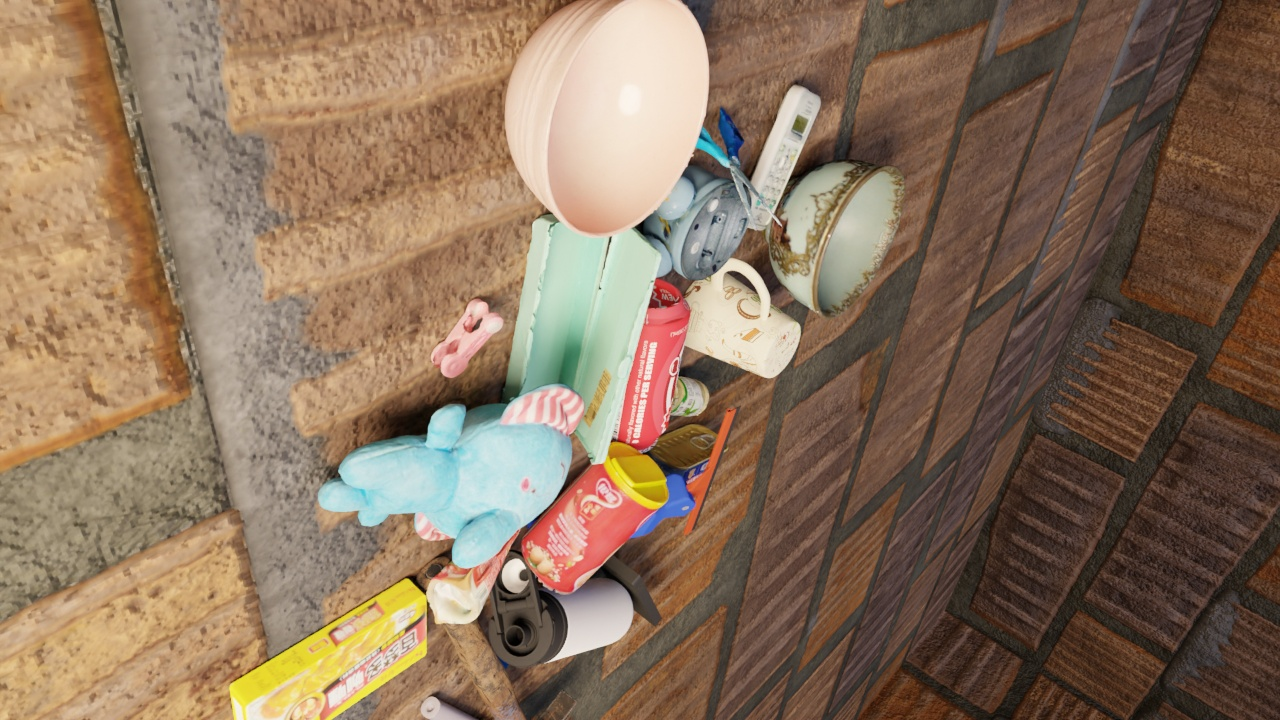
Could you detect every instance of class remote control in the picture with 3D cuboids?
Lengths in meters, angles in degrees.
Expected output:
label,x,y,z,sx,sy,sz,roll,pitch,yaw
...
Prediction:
label,x,y,z,sx,sy,sz,roll,pitch,yaw
remote control,-0.012,0.248,1.001,0.013,0.058,0.133,-47,149,-19
remote control,0.124,-0.186,0.846,0.050,0.022,0.133,-1,117,-56

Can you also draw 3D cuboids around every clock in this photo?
label,x,y,z,sx,sy,sz,roll,pitch,yaw
clock,0.037,-0.112,0.751,0.124,0.052,0.089,-19,136,-46

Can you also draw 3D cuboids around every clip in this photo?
label,x,y,z,sx,sy,sz,roll,pitch,yaw
clip,-0.123,-0.018,0.636,0.060,0.043,0.023,-34,149,11

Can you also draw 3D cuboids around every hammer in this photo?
label,x,y,z,sx,sy,sz,roll,pitch,yaw
hammer,-0.136,0.283,0.849,0.119,0.033,0.331,-43,141,-30

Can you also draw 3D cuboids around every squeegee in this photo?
label,x,y,z,sx,sy,sz,roll,pitch,yaw
squeegee,-0.012,0.137,0.847,0.184,0.055,0.250,-10,148,-14

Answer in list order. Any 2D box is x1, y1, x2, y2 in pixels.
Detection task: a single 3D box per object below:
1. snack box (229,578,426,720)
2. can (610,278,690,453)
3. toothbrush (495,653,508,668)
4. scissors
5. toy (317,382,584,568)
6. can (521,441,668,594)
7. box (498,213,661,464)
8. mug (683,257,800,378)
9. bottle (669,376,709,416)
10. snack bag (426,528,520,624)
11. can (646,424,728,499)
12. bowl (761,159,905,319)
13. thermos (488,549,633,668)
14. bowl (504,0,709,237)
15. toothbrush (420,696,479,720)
label,x,y,z,sx,sy,sz,roll,pitch,yaw
snack box,-0.230,0.233,0.693,0.151,0.025,0.075,-27,138,-42
can,-0.005,0.005,0.773,0.074,0.074,0.143,-26,137,-43
toothbrush,-0.130,0.258,0.875,0.021,0.016,0.132,-17,131,-34
scissors,0.077,-0.159,0.734,0.014,0.130,0.116,-38,-171,35
toy,-0.124,0.085,0.632,0.180,0.114,0.184,-4,146,-50
can,-0.039,0.131,0.765,0.125,0.066,0.066,-47,154,19
box,-0.039,-0.011,0.693,0.077,0.091,0.189,-20,132,-50
mug,0.094,-0.045,0.852,0.080,0.097,0.122,-39,145,-31
bottle,0.028,0.033,0.884,0.109,0.043,0.043,10,108,-60
snack bag,-0.112,0.145,0.740,0.087,0.044,0.154,-49,-179,35
can,0.043,0.112,0.964,0.099,0.054,0.059,-17,131,-49
bowl,0.178,-0.131,0.904,0.159,0.094,0.160,-37,143,-34
thermos,-0.073,0.228,0.867,0.230,0.069,0.101,31,48,-70
bowl,-0.031,-0.162,0.582,0.152,0.076,0.153,-36,142,-35
toothbrush,-0.169,0.363,0.909,0.019,0.018,0.188,-51,149,-17
